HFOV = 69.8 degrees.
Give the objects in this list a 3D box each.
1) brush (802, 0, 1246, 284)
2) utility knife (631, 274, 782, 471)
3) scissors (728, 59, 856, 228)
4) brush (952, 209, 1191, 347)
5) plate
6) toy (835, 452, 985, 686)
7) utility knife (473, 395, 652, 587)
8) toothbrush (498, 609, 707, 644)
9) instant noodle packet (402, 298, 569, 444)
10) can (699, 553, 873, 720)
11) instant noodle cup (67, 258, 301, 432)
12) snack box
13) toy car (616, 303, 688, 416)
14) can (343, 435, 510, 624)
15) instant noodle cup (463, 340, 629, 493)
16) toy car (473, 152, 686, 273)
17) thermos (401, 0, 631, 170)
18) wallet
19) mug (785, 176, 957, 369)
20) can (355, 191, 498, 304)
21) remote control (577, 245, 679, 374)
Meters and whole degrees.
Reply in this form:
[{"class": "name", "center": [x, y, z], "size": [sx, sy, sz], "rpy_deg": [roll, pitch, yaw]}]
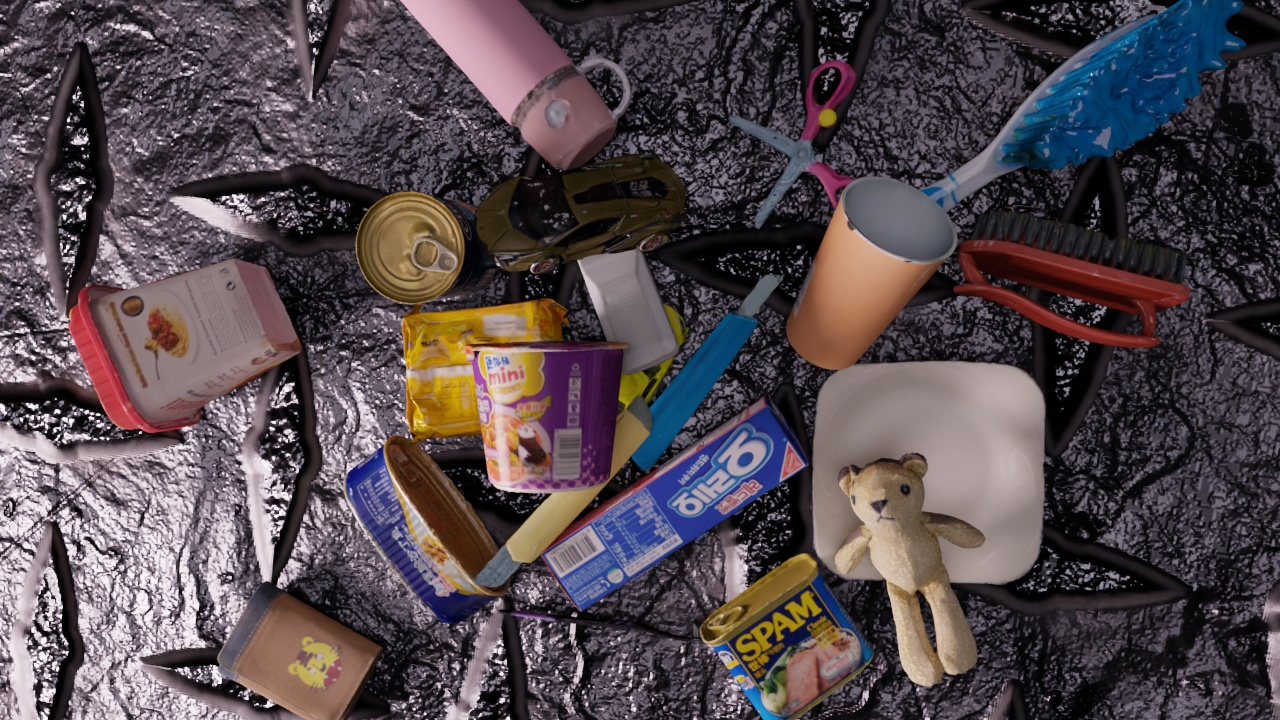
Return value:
[{"class": "brush", "center": [0.252, -0.137, 0.631], "size": [0.314, 0.109, 0.060], "rpy_deg": [-39, 105, 1]}, {"class": "utility knife", "center": [0.048, 0.007, 0.695], "size": [0.034, 0.018, 0.182], "rpy_deg": [33, 98, -36]}, {"class": "scissors", "center": [0.126, -0.152, 0.676], "size": [0.134, 0.017, 0.133], "rpy_deg": [33, 102, 3]}, {"class": "brush", "center": [0.293, -0.056, 0.639], "size": [0.146, 0.063, 0.069], "rpy_deg": [17, 83, 7]}, {"class": "plate", "center": [0.209, 0.081, 0.675], "size": [0.164, 0.034, 0.163], "rpy_deg": [1, 95, 7]}, {"class": "toy", "center": [0.185, 0.144, 0.634], "size": [0.105, 0.066, 0.157], "rpy_deg": [-19, 85, 26]}, {"class": "utility knife", "center": [-0.054, 0.101, 0.675], "size": [0.031, 0.019, 0.183], "rpy_deg": [43, 82, -4]}, {"class": "toothbrush", "center": [-0.021, 0.207, 0.726], "size": [0.189, 0.014, 0.016], "rpy_deg": [5, 88, 7]}, {"class": "instant noodle packet", "center": [-0.116, 0.009, 0.706], "size": [0.128, 0.044, 0.111], "rpy_deg": [-2, 93, 5]}, {"class": "can", "center": [0.110, 0.208, 0.683], "size": [0.102, 0.057, 0.083], "rpy_deg": [-35, 92, -1]}, {"class": "instant noodle cup", "center": [-0.341, -0.018, 0.704], "size": [0.124, 0.116, 0.116], "rpy_deg": [-24, 92, -4]}, {"class": "snack box", "center": [0.026, 0.106, 0.689], "size": [0.208, 0.058, 0.057], "rpy_deg": [-35, 90, 9]}, {"class": "toy car", "center": [-0.004, 0.004, 0.697], "size": [0.048, 0.032, 0.105], "rpy_deg": [32, 96, 4]}, {"class": "can", "center": [-0.164, 0.131, 0.707], "size": [0.049, 0.074, 0.148], "rpy_deg": [-36, 92, 12]}, {"class": "instant noodle cup", "center": [-0.063, 0.036, 0.631], "size": [0.111, 0.111, 0.099], "rpy_deg": [0, 95, 7]}, {"class": "toy car", "center": [-0.041, -0.106, 0.653], "size": [0.158, 0.042, 0.070], "rpy_deg": [-18, 72, -22]}, {"class": "thermos", "center": [-0.093, -0.234, 0.670], "size": [0.087, 0.067, 0.198], "rpy_deg": [-43, 88, 8]}, {"class": "wallet", "center": [-0.280, 0.246, 0.754], "size": [0.115, 0.033, 0.090], "rpy_deg": [29, 97, 0]}, {"class": "mug", "center": [0.147, -0.053, 0.620], "size": [0.078, 0.078, 0.123], "rpy_deg": [28, 138, 4]}, {"class": "can", "center": [-0.150, -0.082, 0.668], "size": [0.075, 0.111, 0.075], "rpy_deg": [1, 97, 5]}, {"class": "remote control", "center": [-0.014, -0.053, 0.682], "size": [0.049, 0.024, 0.125], "rpy_deg": [-23, 72, 7]}]
